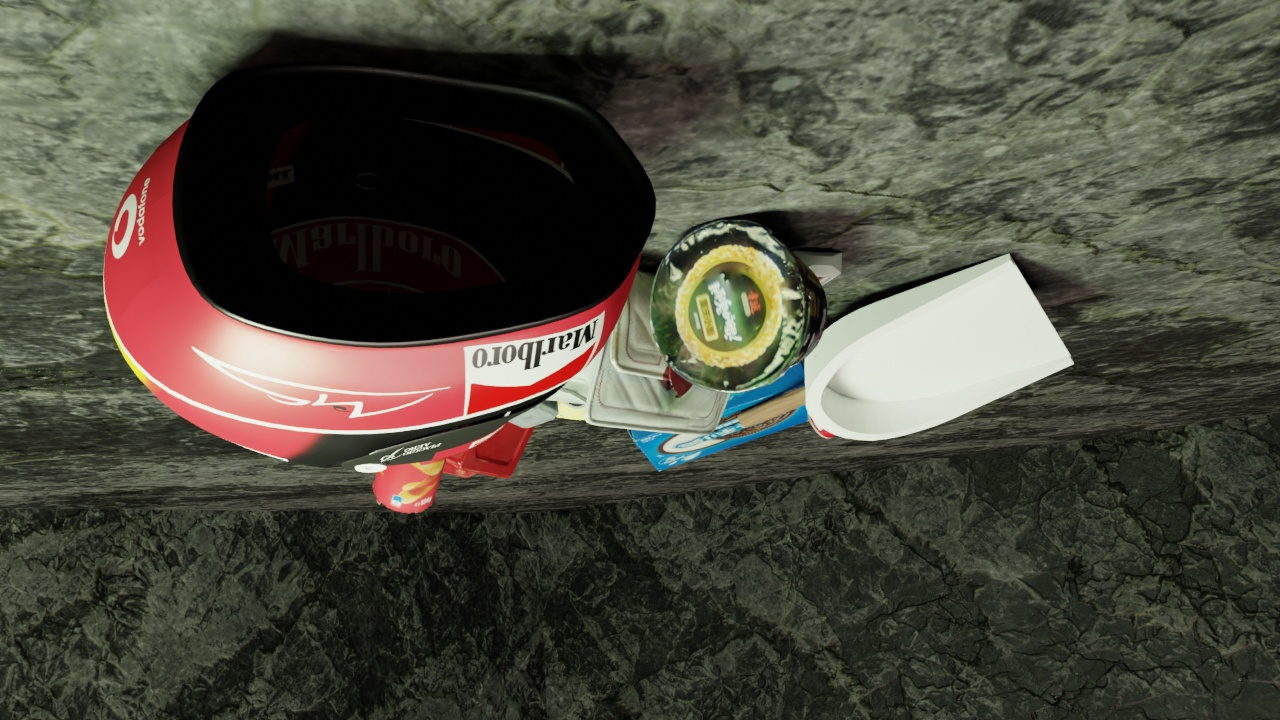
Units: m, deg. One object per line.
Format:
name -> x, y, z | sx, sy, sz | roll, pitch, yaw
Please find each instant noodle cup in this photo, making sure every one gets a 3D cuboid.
instant noodle cup -> 0.092, -0.044, 0.770 | 0.137, 0.137, 0.112 | -11, 176, 27

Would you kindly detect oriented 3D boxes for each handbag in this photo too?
handbag -> 0.011, -0.009, 0.853 | 0.096, 0.142, 0.198 | 24, -170, 41

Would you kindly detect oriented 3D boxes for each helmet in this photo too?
helmet -> -0.148, -0.040, 0.524 | 0.270, 0.197, 0.225 | 0, 159, -16

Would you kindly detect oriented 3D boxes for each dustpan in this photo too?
dustpan -> 0.301, 0.009, 0.978 | 0.258, 0.053, 0.191 | -21, 136, 32

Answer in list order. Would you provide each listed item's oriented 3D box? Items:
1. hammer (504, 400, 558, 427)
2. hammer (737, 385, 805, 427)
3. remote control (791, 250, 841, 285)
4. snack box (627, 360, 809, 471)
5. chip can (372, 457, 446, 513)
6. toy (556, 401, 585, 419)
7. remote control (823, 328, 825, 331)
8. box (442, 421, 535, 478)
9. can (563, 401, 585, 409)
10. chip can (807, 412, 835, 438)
hammer -> -0.172, -0.039, 0.772 | 0.051, 0.117, 0.322 | -20, 153, 21
hammer -> 0.259, 0.015, 1.082 | 0.329, 0.052, 0.098 | -24, 150, 27
remote control -> 0.138, -0.070, 0.875 | 0.049, 0.024, 0.144 | 0, 166, -20
snack box -> 0.109, 0.071, 1.241 | 0.239, 0.056, 0.195 | -20, 159, 4
chip can -> -0.221, 0.058, 0.943 | 0.073, 0.073, 0.234 | 2, 131, -28
toy -> -0.063, 0.037, 1.151 | 0.171, 0.064, 0.154 | -11, -169, 32
remote control -> 0.170, -0.033, 1.062 | 0.074, 0.019, 0.151 | -10, 165, 24
box -> -0.216, 0.085, 1.228 | 0.156, 0.147, 0.157 | -19, 164, 11
can -> -0.006, 0.006, 0.991 | 0.143, 0.099, 0.099 | 5, 164, -36
chip can -> 0.309, 0.030, 1.164 | 0.051, 0.051, 0.215 | 8, 144, -44
